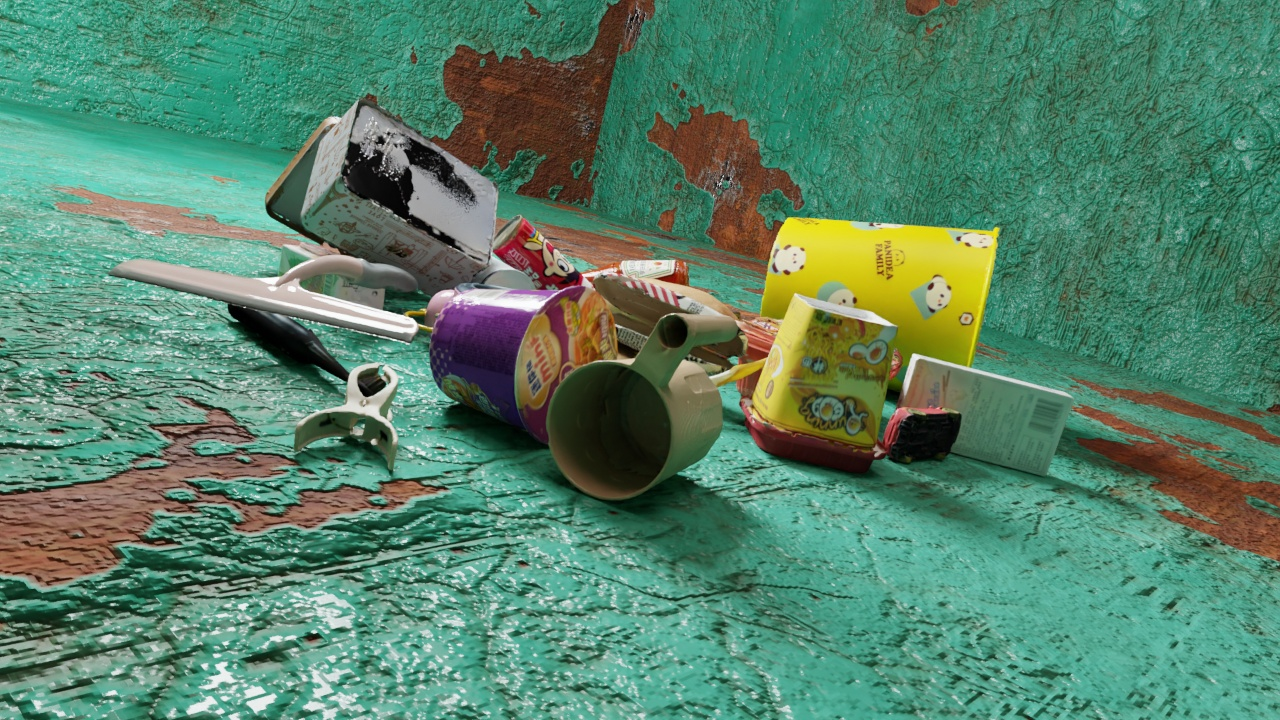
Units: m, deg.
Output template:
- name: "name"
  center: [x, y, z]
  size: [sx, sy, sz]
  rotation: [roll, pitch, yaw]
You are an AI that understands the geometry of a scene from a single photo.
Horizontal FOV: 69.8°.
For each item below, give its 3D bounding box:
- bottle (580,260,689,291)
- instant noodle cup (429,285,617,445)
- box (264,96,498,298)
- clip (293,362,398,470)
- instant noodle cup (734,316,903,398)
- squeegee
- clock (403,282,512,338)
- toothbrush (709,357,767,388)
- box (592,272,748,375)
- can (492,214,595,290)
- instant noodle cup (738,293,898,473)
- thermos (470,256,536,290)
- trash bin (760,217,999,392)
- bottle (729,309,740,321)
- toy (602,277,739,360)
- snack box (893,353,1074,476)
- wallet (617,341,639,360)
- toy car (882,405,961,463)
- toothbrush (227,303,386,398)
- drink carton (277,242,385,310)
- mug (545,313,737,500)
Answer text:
- name: "bottle"
  center: [-0.040, -0.098, 1.188]
  size: [0.206, 0.060, 0.059]
  rotation: [0, 11, 5]
- name: "instant noodle cup"
  center: [-0.087, -0.003, 0.649]
  size: [0.099, 0.111, 0.111]
  rotation: [10, 8, 32]
- name: "box"
  center: [-0.279, -0.146, 0.958]
  size: [0.183, 0.193, 0.156]
  rotation: [30, 42, -35]
- name: "clip"
  center: [-0.163, 0.033, 0.550]
  size: [0.061, 0.034, 0.097]
  rotation: [13, 16, -9]
- name: "instant noodle cup"
  center: [0.174, 0.009, 0.944]
  size: [0.165, 0.079, 0.188]
  rotation: [19, 12, 22]
- name: "squeegee"
  center: [-0.246, -0.069, 0.768]
  size: [0.248, 0.040, 0.249]
  rotation: [12, 9, 11]
- name: "clock"
  center: [-0.130, -0.028, 0.813]
  size: [0.158, 0.060, 0.117]
  rotation: [9, 13, -29]
- name: "toothbrush"
  center: [0.079, 0.010, 0.814]
  size: [0.191, 0.016, 0.018]
  rotation: [-20, 37, -28]
- name: "box"
  center: [0.017, -0.021, 0.865]
  size: [0.163, 0.080, 0.075]
  rotation: [22, -16, 16]
- name: "can"
  center: [-0.111, -0.105, 1.069]
  size: [0.132, 0.053, 0.053]
  rotation: [44, 0, -23]
- name: "instant noodle cup"
  center: [0.155, 0.016, 0.775]
  size: [0.116, 0.124, 0.116]
  rotation: [13, 12, -6]
- name: "thermos"
  center: [-0.185, -0.093, 1.032]
  size: [0.073, 0.073, 0.224]
  rotation: [7, 13, -30]
- name: "trash bin"
  center: [0.297, -0.072, 1.162]
  size: [0.255, 0.230, 0.229]
  rotation: [11, 10, 18]
- name: "bottle"
  center: [0.034, -0.069, 1.239]
  size: [0.195, 0.044, 0.079]
  rotation: [18, 19, 24]
- name: "toy"
  center: [0.015, -0.056, 1.083]
  size: [0.226, 0.082, 0.143]
  rotation: [21, -7, 39]
- name: "snack box"
  center: [0.334, 0.054, 0.904]
  size: [0.157, 0.085, 0.026]
  rotation: [15, 13, 3]
- name: "wallet"
  center: [-0.005, 0.005, 0.875]
  size: [0.090, 0.033, 0.115]
  rotation: [12, 15, -13]
- name: "toy car"
  center: [0.261, 0.067, 0.846]
  size: [0.106, 0.049, 0.031]
  rotation: [2, 18, -42]
- name: "toothbrush"
  center: [-0.248, -0.012, 0.675]
  size: [0.213, 0.026, 0.027]
  rotation: [24, 53, 40]
- name: "drink carton"
  center: [-0.303, -0.082, 0.897]
  size: [0.123, 0.045, 0.053]
  rotation: [24, 15, 41]
- name: "mug"
  center: [0.011, 0.022, 0.583]
  size: [0.084, 0.125, 0.103]
  rotation: [37, 16, 17]
